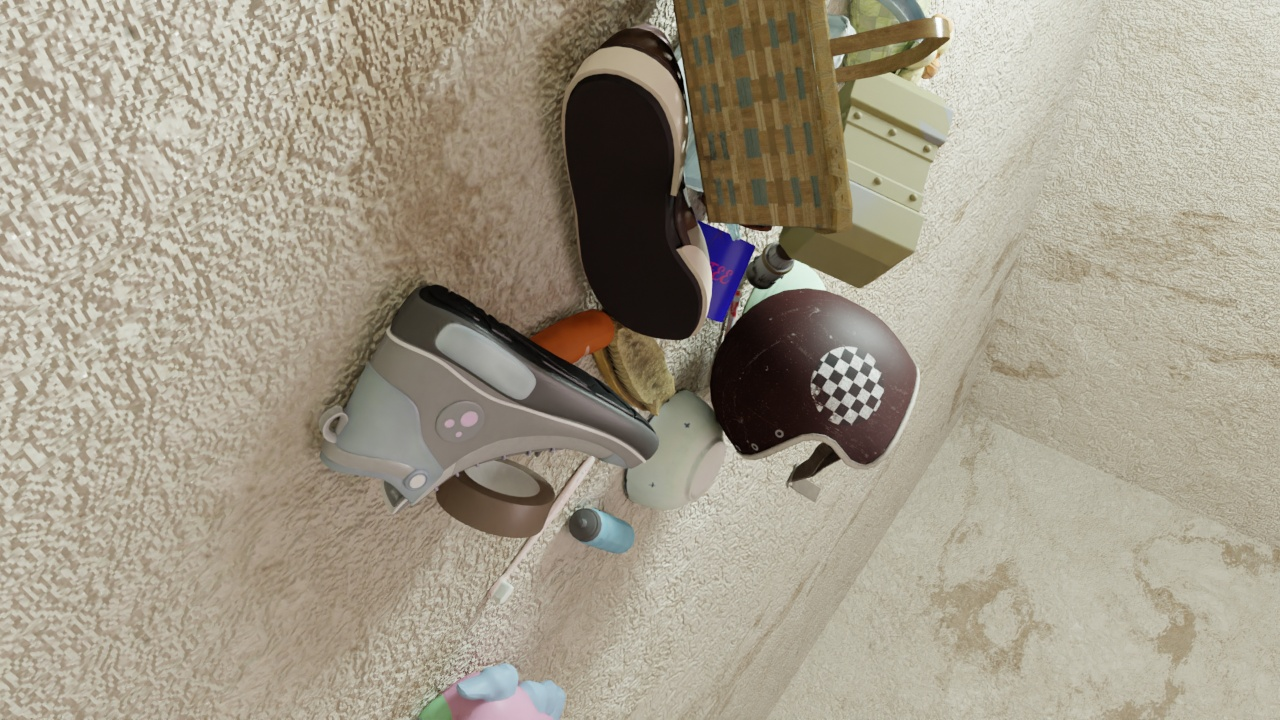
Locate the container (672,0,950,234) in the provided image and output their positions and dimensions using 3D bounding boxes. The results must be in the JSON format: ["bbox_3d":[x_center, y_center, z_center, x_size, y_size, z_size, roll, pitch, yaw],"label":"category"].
[{"bbox_3d":[0.128,-0.220,0.690,0.157,0.186,0.250,-66,147,-81],"label":"container"}]

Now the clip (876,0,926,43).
[{"bbox_3d":[0.221,-0.349,0.898,0.031,0.164,0.169,-57,151,-14],"label":"clip"}]

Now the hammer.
[{"bbox_3d":[0.185,-0.144,0.982,0.325,0.100,0.190,134,-22,-70],"label":"hammer"}]

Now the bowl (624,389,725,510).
[{"bbox_3d":[0.053,0.119,1.120,0.153,0.073,0.154,-45,150,-35],"label":"bowl"}]

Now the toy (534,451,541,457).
[{"bbox_3d":[-0.073,0.051,0.867,0.111,0.030,0.049,-30,111,-52],"label":"toy"}]

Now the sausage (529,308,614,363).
[{"bbox_3d":[-0.081,-0.002,0.787,0.163,0.039,0.044,-36,129,-42],"label":"sausage"}]

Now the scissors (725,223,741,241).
[{"bbox_3d":[0.073,-0.156,0.841,0.055,0.136,0.015,-28,143,19],"label":"scissors"}]

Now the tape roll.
[{"bbox_3d":[-0.120,0.110,0.761,0.093,0.094,0.030,-1,115,-62],"label":"tape roll"}]

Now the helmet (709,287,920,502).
[{"bbox_3d":[0.205,0.040,1.093,0.234,0.253,0.233,-56,-169,3],"label":"helmet"}]

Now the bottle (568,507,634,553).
[{"bbox_3d":[-0.045,0.193,1.044,0.040,0.040,0.130,-60,154,-6],"label":"bottle"}]

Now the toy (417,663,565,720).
[{"bbox_3d":[-0.145,0.380,0.966,0.170,0.120,0.223,-27,138,-37],"label":"toy"}]

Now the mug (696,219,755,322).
[{"bbox_3d":[0.063,-0.094,0.943,0.111,0.079,0.083,-86,-161,-82],"label":"mug"}]

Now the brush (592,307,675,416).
[{"bbox_3d":[-0.006,0.006,0.933,0.059,0.043,0.195,-55,152,-15],"label":"brush"}]

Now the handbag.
[{"bbox_3d":[0.303,-0.387,1.052,0.113,0.117,0.187,-44,150,-35],"label":"handbag"}]

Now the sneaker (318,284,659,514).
[{"bbox_3d":[-0.107,0.062,0.691,0.160,0.093,0.256,-53,132,2],"label":"sneaker"}]

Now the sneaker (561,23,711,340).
[{"bbox_3d":[0.008,-0.144,0.766,0.294,0.112,0.116,74,31,-48],"label":"sneaker"}]

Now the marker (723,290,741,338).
[{"bbox_3d":[0.109,-0.024,1.157,0.012,0.013,0.142,-32,141,-47],"label":"marker"}]

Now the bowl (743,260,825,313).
[{"bbox_3d":[0.201,-0.059,1.224,0.150,0.077,0.151,-42,147,-36],"label":"bowl"}]

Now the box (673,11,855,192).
[{"bbox_3d":[0.099,-0.249,0.818,0.210,0.106,0.130,-60,151,-6],"label":"box"}]

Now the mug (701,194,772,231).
[{"bbox_3d":[0.113,-0.203,0.920,0.111,0.081,0.117,-66,154,-3],"label":"mug"}]

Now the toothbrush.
[{"bbox_3d":[-0.098,0.173,0.952,0.181,0.018,0.016,-55,154,-19],"label":"toothbrush"}]
